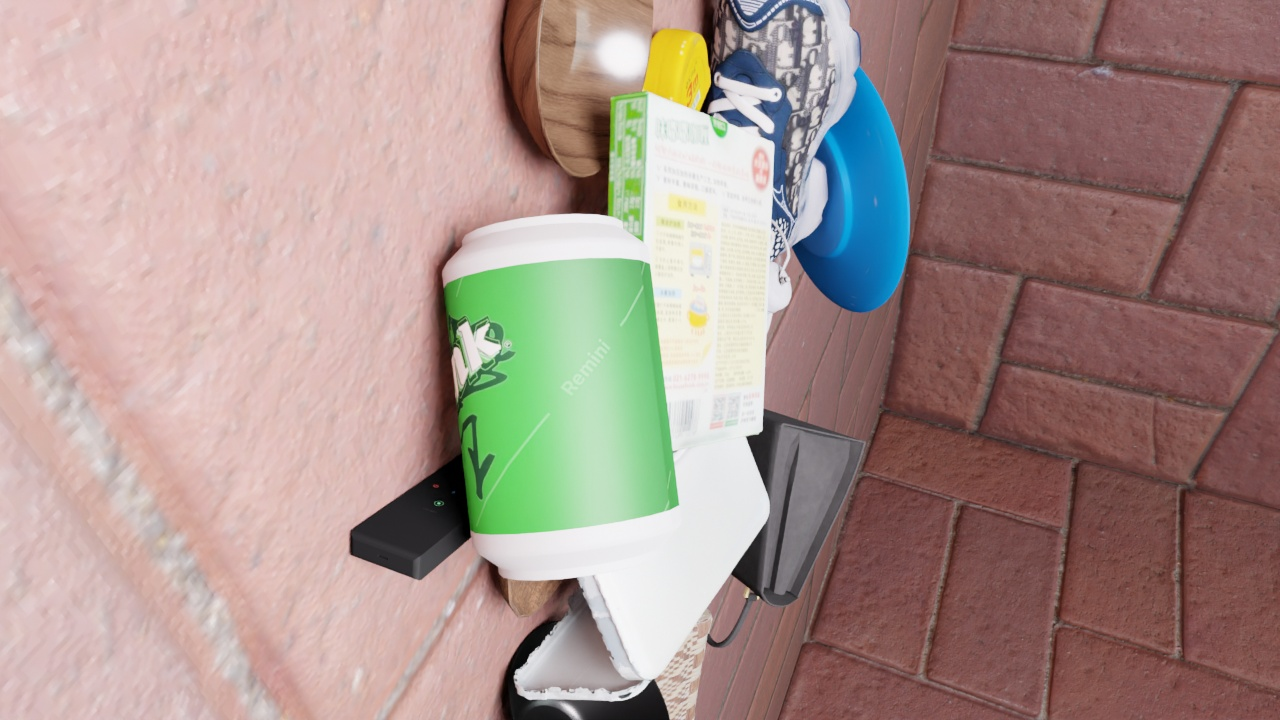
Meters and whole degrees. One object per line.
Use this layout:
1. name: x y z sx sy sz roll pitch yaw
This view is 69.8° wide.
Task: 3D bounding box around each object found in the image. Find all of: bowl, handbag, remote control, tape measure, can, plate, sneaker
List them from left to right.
1. remote control: -0.075 0.057 0.434 0.149 0.034 0.013 -38 138 -62
2. bowl: -0.057 0.089 0.523 0.114 0.026 0.102 -45 146 -57
3. can: -0.033 0.015 0.386 0.087 0.088 0.140 1 82 -71
4. bowl: -0.031 -0.145 0.412 0.119 0.032 0.119 15 89 -72
5. bowl: -0.044 0.237 0.593 0.053 0.124 0.123 -48 177 30
6. handbag: -0.010 0.277 0.719 0.123 0.047 0.186 -13 121 -34
7. tape measure: 0.018 -0.164 0.544 0.059 0.030 0.068 72 35 -59
8. handbag: 0.082 0.139 0.749 0.176 0.072 0.196 -162 -94 -71
9. sneaker: 0.075 -0.143 0.640 0.132 0.103 0.270 -57 159 -28
10. plate: 0.149 -0.146 0.761 0.224 0.024 0.224 163 -90 -77

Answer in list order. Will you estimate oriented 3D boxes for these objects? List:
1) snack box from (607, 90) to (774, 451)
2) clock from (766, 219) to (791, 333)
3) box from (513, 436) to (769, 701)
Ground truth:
1. snack box: 0.028 -0.040 0.476 0.131 0.027 0.168 -3 96 -56
2. clock: 0.049 -0.043 0.595 0.035 0.094 0.123 9 135 -46
3. box: -0.003 0.115 0.589 0.209 0.129 0.105 -39 112 -61
